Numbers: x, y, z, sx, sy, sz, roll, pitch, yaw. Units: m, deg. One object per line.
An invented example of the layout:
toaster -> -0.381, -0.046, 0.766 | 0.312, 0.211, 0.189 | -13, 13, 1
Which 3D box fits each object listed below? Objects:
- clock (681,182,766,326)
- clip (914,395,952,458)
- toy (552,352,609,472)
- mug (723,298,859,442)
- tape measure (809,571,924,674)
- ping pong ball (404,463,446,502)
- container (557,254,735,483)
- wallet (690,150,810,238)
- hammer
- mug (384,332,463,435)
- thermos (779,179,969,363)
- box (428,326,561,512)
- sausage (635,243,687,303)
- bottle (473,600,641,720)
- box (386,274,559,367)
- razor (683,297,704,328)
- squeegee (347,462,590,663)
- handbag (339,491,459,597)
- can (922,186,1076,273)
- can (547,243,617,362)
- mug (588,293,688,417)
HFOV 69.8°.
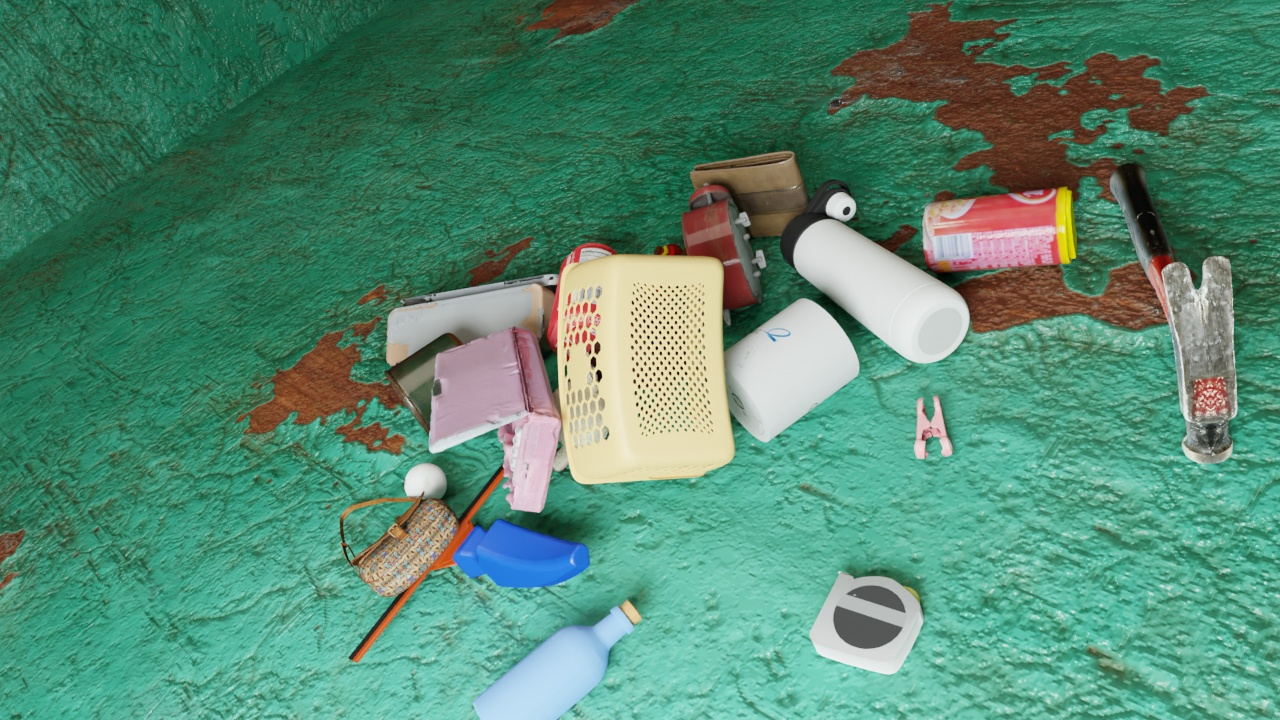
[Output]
clock -> 0.088, -0.120, 0.931 | 0.062, 0.110, 0.156 | -16, 44, 15
clip -> 0.224, 0.055, 0.719 | 0.044, 0.023, 0.060 | -22, 42, 4
toy -> -0.059, 0.050, 0.865 | 0.087, 0.050, 0.112 | 36, 98, 53
mug -> 0.117, 0.008, 0.800 | 0.096, 0.083, 0.120 | -35, 10, -11
tape measure -> 0.153, 0.175, 0.617 | 0.065, 0.017, 0.064 | 9, 50, 39
ping pong ball -> -0.207, 0.119, 0.886 | 0.040, 0.040, 0.040 | -17, 38, 13
container -> -0.004, 0.008, 0.761 | 0.129, 0.183, 0.167 | -1, -6, -20
wallet -> 0.122, -0.174, 0.989 | 0.121, 0.099, 0.026 | -2, 44, 29
hammer -> 0.399, -0.078, 0.703 | 0.036, 0.140, 0.325 | -8, 32, 23
mug -> -0.216, 0.023, 0.981 | 0.081, 0.085, 0.111 | -36, 14, -15
thermos -> 0.215, -0.089, 0.845 | 0.101, 0.068, 0.230 | -51, 35, 9
box -> -0.141, 0.039, 0.826 | 0.107, 0.099, 0.232 | 7, 19, -14
sausage -> 0.018, -0.072, 0.980 | 0.040, 0.040, 0.155 | -6, 41, 26
bottle -> -0.054, 0.222, 0.662 | 0.131, 0.048, 0.048 | -37, 38, -14
box -> -0.183, -0.046, 1.076 | 0.218, 0.095, 0.114 | -7, 71, 24
razor -> 0.062, -0.070, 0.968 | 0.044, 0.018, 0.140 | -34, 25, 35
squeegee -> -0.107, 0.161, 0.759 | 0.185, 0.055, 0.248 | -11, 34, 46
handbag -> -0.242, 0.151, 0.847 | 0.093, 0.043, 0.196 | -48, 28, -22
can -> 0.320, -0.115, 0.823 | 0.125, 0.067, 0.066 | -2, 43, 30
can -> -0.055, -0.060, 0.980 | 0.074, 0.074, 0.142 | -15, 38, 16
mug -> -0.005, 0.005, 0.882 | 0.089, 0.087, 0.114 | -28, 61, 29
